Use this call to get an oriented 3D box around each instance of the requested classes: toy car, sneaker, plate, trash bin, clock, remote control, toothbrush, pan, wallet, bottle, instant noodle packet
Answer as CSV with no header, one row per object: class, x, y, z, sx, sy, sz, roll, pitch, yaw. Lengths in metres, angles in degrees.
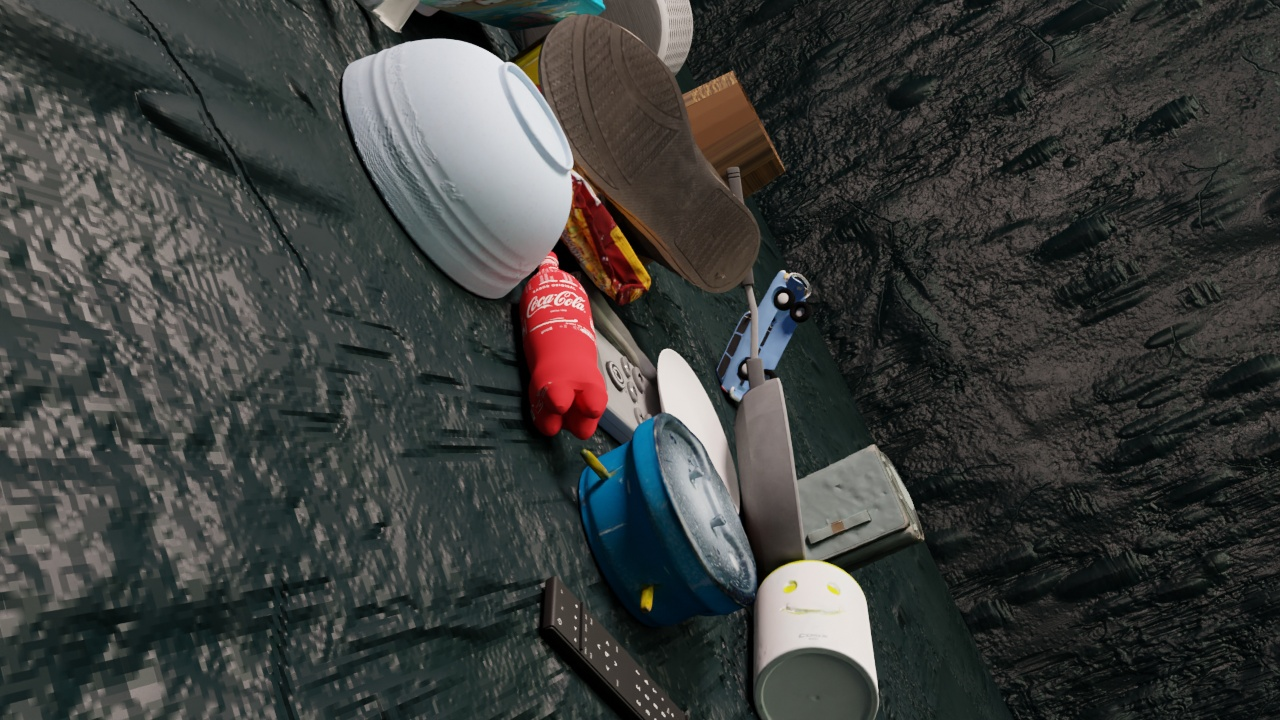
toy car,0.134,-0.027,1.002,0.055,0.153,0.056,28,1,38
sneaker,-0.010,-0.155,0.689,0.234,0.095,0.120,42,-5,-37
plate,0.040,0.056,0.676,0.134,0.011,0.134,56,20,-33
trash bin,-0.032,-0.340,0.939,0.156,0.157,0.183,59,18,-14
clock,0.022,0.097,0.535,0.116,0.060,0.161,67,14,19
remote control,-0.005,0.155,0.435,0.140,0.009,0.030,54,17,-29
toothbrush,-0.004,0.004,0.687,0.185,0.022,0.024,53,53,-37
pan,0.094,0.017,0.759,0.178,0.041,0.357,26,56,-82
wallet,0.189,0.148,0.867,0.054,0.132,0.100,19,44,-63
remote control,-0.014,0.021,0.618,0.151,0.019,0.074,45,22,-49
bottle,-0.047,-0.015,0.527,0.042,0.042,0.141,49,19,-42
instant noodle packet,-0.044,-0.098,0.641,0.098,0.039,0.135,49,1,-34

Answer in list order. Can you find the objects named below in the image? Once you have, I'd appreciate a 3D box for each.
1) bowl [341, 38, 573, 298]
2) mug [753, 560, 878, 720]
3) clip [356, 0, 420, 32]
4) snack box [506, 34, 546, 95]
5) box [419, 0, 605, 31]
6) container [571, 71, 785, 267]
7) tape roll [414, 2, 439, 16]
bowl,-0.086,-0.117,0.512,0.150,0.075,0.150,56,16,-26
mug,0.118,0.200,0.633,0.082,0.083,0.106,60,16,-11
clip,-0.138,-0.266,0.533,0.152,0.126,0.104,44,7,40
snack box,-0.073,-0.218,0.759,0.083,0.061,0.105,55,16,-23
box,-0.124,-0.292,0.675,0.171,0.084,0.226,25,17,2
container,0.034,-0.175,0.835,0.132,0.167,0.132,55,16,-25
tape roll,-0.171,-0.288,0.647,0.093,0.013,0.092,55,17,-26
